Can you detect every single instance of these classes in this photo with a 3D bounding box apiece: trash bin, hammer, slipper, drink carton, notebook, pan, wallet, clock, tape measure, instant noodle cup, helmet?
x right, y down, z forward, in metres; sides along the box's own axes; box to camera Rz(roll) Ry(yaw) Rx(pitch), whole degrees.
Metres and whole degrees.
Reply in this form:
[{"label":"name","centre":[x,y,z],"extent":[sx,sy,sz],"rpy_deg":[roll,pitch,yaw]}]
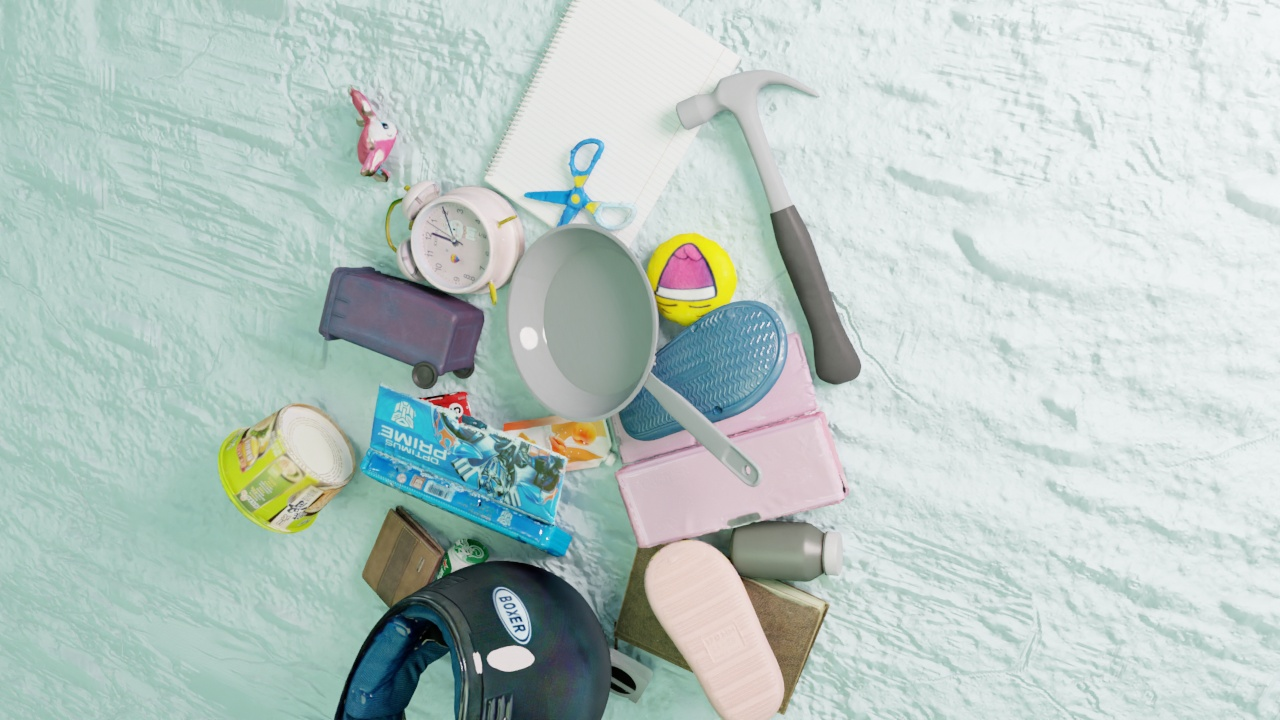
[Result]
[{"label":"trash bin","centre":[-0.267,-0.040,1.020],"extent":[0.161,0.093,0.092],"rpy_deg":[20,101,13]},{"label":"hammer","centre":[0.146,-0.124,0.871],"extent":[0.125,0.029,0.311],"rpy_deg":[-19,99,20]},{"label":"slipper","centre":[0.078,0.277,0.945],"extent":[0.093,0.081,0.197],"rpy_deg":[-30,81,-6]},{"label":"drink carton","centre":[-0.089,0.094,1.024],"extent":[0.122,0.038,0.069],"rpy_deg":[-11,100,17]},{"label":"notebook","centre":[0.076,0.301,1.015],"extent":[0.215,0.034,0.190],"rpy_deg":[22,112,15]},{"label":"pan","centre":[-0.005,0.005,0.897],"extent":[0.356,0.050,0.201],"rpy_deg":[39,117,28]},{"label":"wallet","centre":[-0.294,0.254,1.135],"extent":[0.099,0.026,0.121],"rpy_deg":[37,112,28]},{"label":"clock","centre":[-0.205,-0.132,0.988],"extent":[0.158,0.058,0.117],"rpy_deg":[19,110,16]},{"label":"tape measure","centre":[-0.021,0.368,1.069],"extent":[0.065,0.016,0.064],"rpy_deg":[29,133,7]},{"label":"notebook","centre":[-0.038,-0.240,0.921],"extent":[0.178,0.013,0.246],"rpy_deg":[35,114,7]},{"label":"instant noodle cup","centre":[-0.417,0.124,1.101],"extent":[0.098,0.146,0.146],"rpy_deg":[-34,91,15]},{"label":"slipper","centre":[0.061,0.020,0.908],"extent":[0.214,0.059,0.103],"rpy_deg":[-31,64,35]},{"label":"helmet","centre":[-0.167,0.369,1.014],"extent":[0.317,0.235,0.249],"rpy_deg":[-54,52,23]}]

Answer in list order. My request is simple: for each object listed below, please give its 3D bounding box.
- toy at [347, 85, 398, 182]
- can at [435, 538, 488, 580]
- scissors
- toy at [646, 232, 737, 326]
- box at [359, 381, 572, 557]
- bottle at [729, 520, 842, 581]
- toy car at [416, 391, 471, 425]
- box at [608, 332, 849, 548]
[{"label":"toy","centre":[-0.288,-0.247,0.994],"extent":[0.050,0.065,0.102],"rpy_deg":[-14,97,-9]},{"label":"can","centre":[-0.220,0.268,1.109],"extent":[0.053,0.053,0.101],"rpy_deg":[30,113,11]},{"label":"scissors","centre":[-0.058,-0.163,0.939],"extent":[0.127,0.015,0.126],"rpy_deg":[38,118,8]},{"label":"toy","centre":[0.050,-0.080,0.915],"extent":[0.096,0.041,0.094],"rpy_deg":[5,103,23]},{"label":"box","centre":[-0.199,0.138,1.026],"extent":[0.244,0.071,0.171],"rpy_deg":[19,138,15]},{"label":"bottle","centre":[0.150,0.195,0.943],"extent":[0.109,0.060,0.060],"rpy_deg":[-1,104,21]},{"label":"toy car","centre":[-0.240,0.061,1.074],"extent":[0.090,0.025,0.038],"rpy_deg":[-9,101,23]},{"label":"box","centre":[0.076,0.086,0.938],"extent":[0.233,0.039,0.179],"rpy_deg":[-20,86,24]}]
